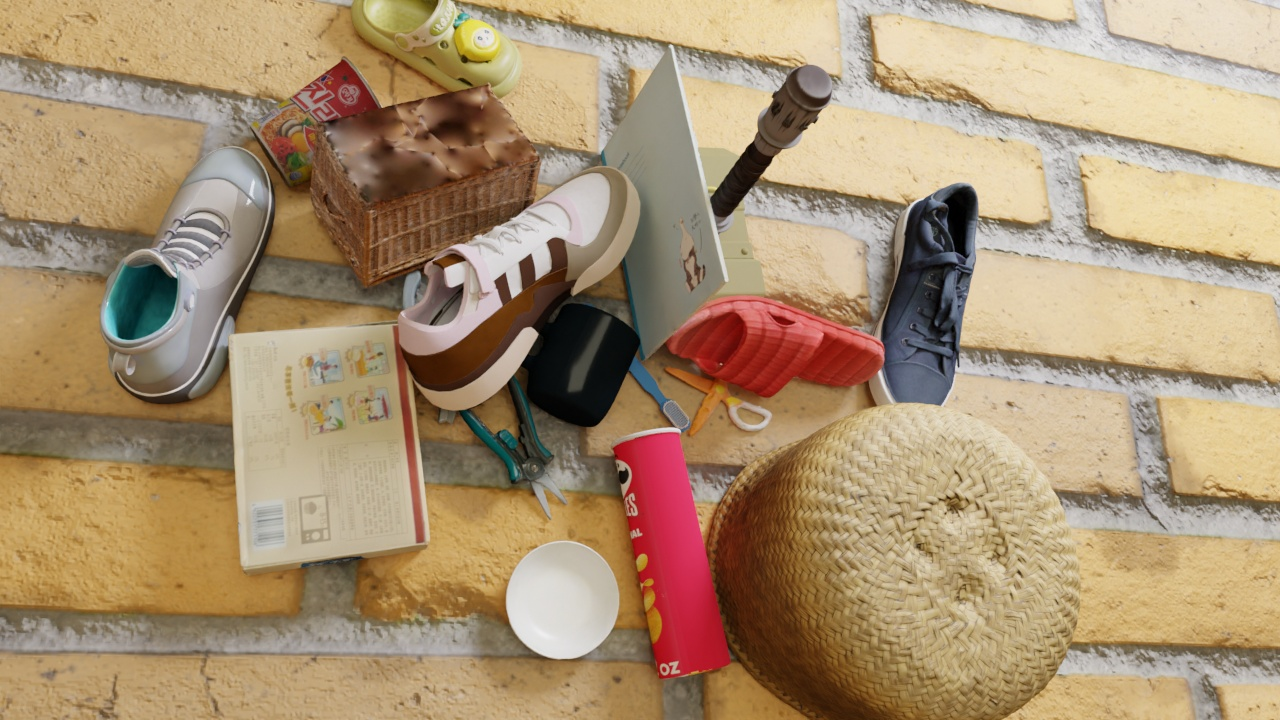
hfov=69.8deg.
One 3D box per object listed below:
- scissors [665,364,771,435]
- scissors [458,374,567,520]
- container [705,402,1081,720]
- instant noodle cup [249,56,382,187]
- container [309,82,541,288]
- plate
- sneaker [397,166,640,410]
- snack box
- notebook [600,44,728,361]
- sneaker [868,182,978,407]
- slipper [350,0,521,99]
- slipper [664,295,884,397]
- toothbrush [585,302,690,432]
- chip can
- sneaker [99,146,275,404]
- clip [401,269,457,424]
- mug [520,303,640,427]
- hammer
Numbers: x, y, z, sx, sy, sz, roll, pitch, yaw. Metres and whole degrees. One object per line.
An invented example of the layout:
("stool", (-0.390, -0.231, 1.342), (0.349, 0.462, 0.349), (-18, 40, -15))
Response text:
("scissors", (0.085, 0.032, 0.959), (0.131, 0.011, 0.125), (35, 65, -2))
("scissors", (-0.118, 0.074, 0.871), (0.151, 0.019, 0.118), (27, 69, -20))
("container", (0.237, 0.188, 0.852), (0.306, 0.197, 0.306), (6, 68, -15))
("instant noodle cup", (-0.309, -0.223, 0.889), (0.112, 0.100, 0.100), (-34, 84, -17))
("container", (-0.203, -0.171, 0.873), (0.198, 0.113, 0.113), (-25, 70, -28))
("plate", (-0.073, 0.219, 0.839), (0.104, 0.026, 0.104), (5, 71, -15))
("sneaker", (-0.116, -0.098, 0.840), (0.112, 0.116, 0.293), (28, 67, 32))
("snack box", (-0.276, 0.074, 0.813), (0.153, 0.055, 0.207), (-5, 73, -18))
("notebook", (0.016, -0.149, 0.901), (0.009, 0.182, 0.253), (-1, 68, -25))
("sneaker", (0.325, -0.073, 1.007), (0.120, 0.127, 0.294), (20, 69, -10))
("slipper", (-0.212, -0.352, 0.967), (0.190, 0.082, 0.091), (25, 64, -4))
("slipper", (0.145, -0.002, 0.929), (0.248, 0.104, 0.059), (10, 51, -22))
("toothbrush", (-0.006, 0.005, 0.936), (0.016, 0.014, 0.166), (-38, 83, -10))
("chip can", (0.027, 0.179, 0.859), (0.069, 0.069, 0.220), (-7, 74, -19))
("sneaker", (-0.387, -0.097, 0.783), (0.093, 0.161, 0.256), (15, 70, -11))
("clip", (-0.188, -0.038, 0.895), (0.164, 0.031, 0.168), (38, 64, 1))
("mug", (-0.073, -0.001, 0.881), (0.121, 0.085, 0.094), (26, 71, -7))
("hammer", (0.090, -0.163, 0.855), (0.100, 0.326, 0.190), (-2, 72, -17))
